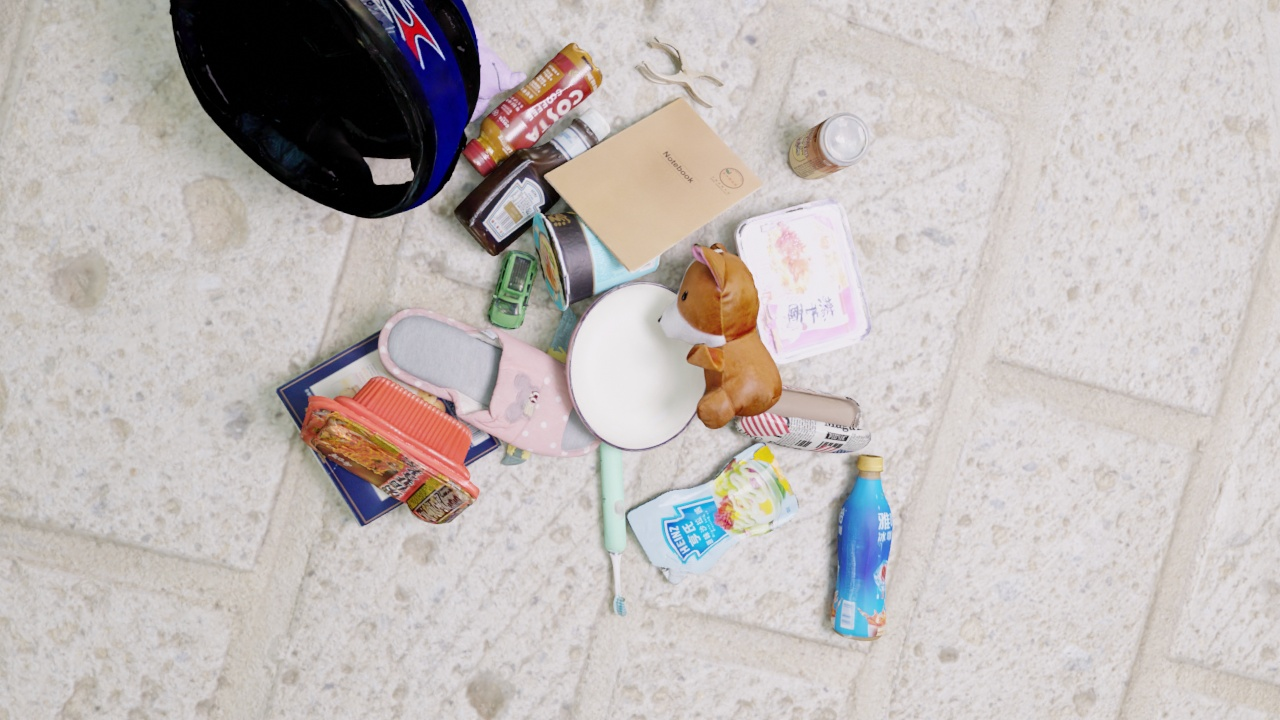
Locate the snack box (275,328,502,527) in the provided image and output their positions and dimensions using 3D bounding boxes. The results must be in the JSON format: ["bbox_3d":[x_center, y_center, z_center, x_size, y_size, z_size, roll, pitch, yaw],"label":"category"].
[{"bbox_3d":[-0.276,0.063,1.023,0.182,0.046,0.178,-30,98,-6],"label":"snack box"}]

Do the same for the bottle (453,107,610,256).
[{"bbox_3d":[-0.115,-0.204,1.020,0.195,0.080,0.044,-43,55,-4],"label":"bottle"}]

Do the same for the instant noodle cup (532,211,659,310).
[{"bbox_3d":[-0.047,-0.125,1.026,0.120,0.111,0.111,-17,96,-16],"label":"instant noodle cup"}]

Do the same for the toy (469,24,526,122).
[{"bbox_3d":[-0.191,-0.330,1.019,0.084,0.039,0.108,-38,100,14],"label":"toy"}]

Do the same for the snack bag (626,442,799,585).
[{"bbox_3d":[0.089,0.184,1.094,0.191,0.039,0.110,-29,107,-6],"label":"snack bag"}]

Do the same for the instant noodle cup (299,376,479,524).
[{"bbox_3d":[-0.249,0.087,0.938,0.189,0.165,0.078,32,61,-12],"label":"instant noodle cup"}]

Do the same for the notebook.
[{"bbox_3d":[0.018,-0.199,1.016,0.207,0.008,0.148,-36,78,-25],"label":"notebook"}]

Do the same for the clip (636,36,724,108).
[{"bbox_3d":[0.039,-0.321,1.060,0.104,0.035,0.081,43,83,-17],"label":"clip"}]

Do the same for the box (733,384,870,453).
[{"bbox_3d":[0.191,0.077,1.078,0.163,0.087,0.076,11,106,-13],"label":"box"}]

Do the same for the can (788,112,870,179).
[{"bbox_3d":[0.213,-0.242,1.047,0.058,0.116,0.058,0,92,-10],"label":"can"}]

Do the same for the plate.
[{"bbox_3d":[-0.006,0.006,1.044,0.192,0.039,0.192,-3,96,-33],"label":"plate"}]

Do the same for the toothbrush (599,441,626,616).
[{"bbox_3d":[-0.031,0.190,1.079,0.026,0.027,0.224,-5,94,-35],"label":"toothbrush"}]

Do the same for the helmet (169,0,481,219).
[{"bbox_3d":[-0.275,-0.298,0.901,0.315,0.239,0.248,43,124,-2],"label":"helmet"}]

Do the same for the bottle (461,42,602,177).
[{"bbox_3d":[-0.122,-0.276,1.022,0.175,0.057,0.057,-43,99,-4],"label":"bottle"}]

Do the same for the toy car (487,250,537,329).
[{"bbox_3d":[-0.145,-0.080,1.042,0.043,0.036,0.091,15,95,-11],"label":"toy car"}]

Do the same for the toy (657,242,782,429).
[{"bbox_3d":[0.086,-0.032,1.017,0.130,0.140,0.199,-5,98,8],"label":"toy"}]

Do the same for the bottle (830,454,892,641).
[{"bbox_3d":[0.270,0.223,1.110,0.065,0.065,0.218,3,92,-9],"label":"bottle"}]

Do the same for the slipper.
[{"bbox_3d":[-0.153,0.024,1.003,0.274,0.055,0.114,28,72,-18],"label":"slipper"}]

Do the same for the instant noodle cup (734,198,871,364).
[{"bbox_3d":[0.186,-0.093,1.081,0.138,0.060,0.173,-15,97,-8],"label":"instant noodle cup"}]

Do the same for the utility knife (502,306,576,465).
[{"bbox_3d":[-0.114,0.032,1.066,0.031,0.021,0.198,21,85,-16],"label":"utility knife"}]
